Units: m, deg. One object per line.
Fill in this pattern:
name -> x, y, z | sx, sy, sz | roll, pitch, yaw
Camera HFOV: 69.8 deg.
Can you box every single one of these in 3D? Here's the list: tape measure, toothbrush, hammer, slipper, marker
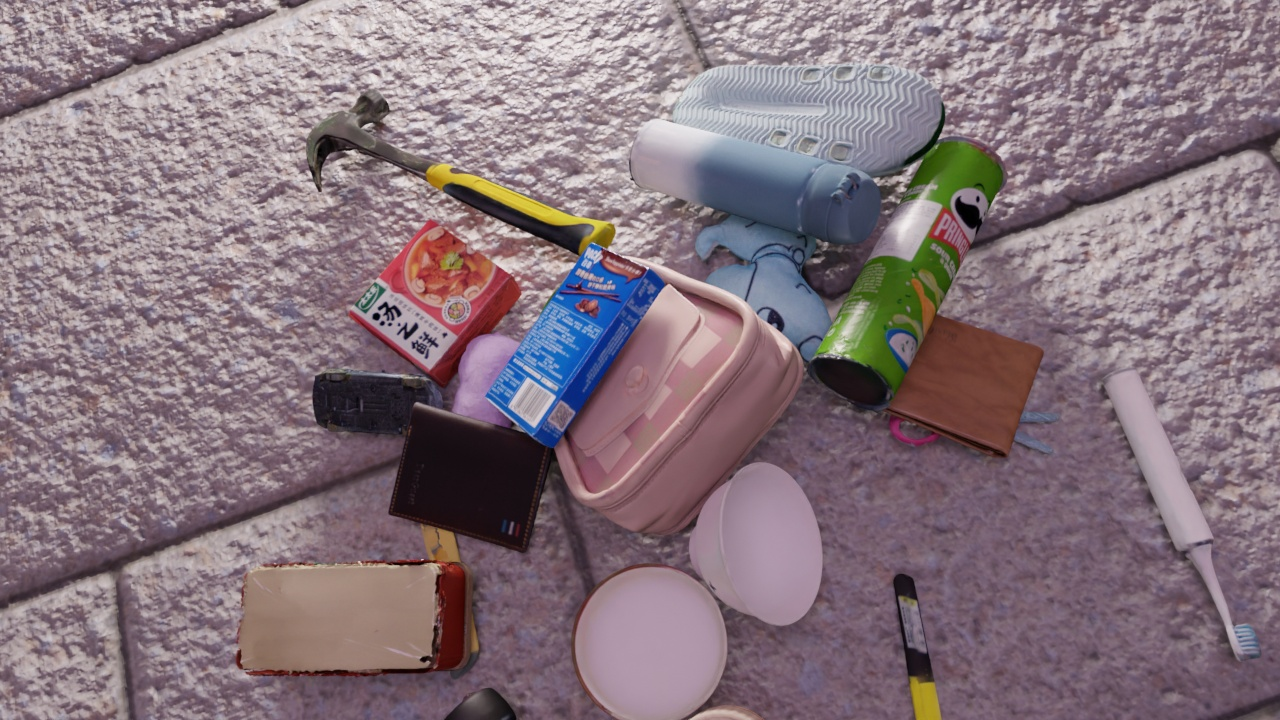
tape measure -> -0.124, 0.274, 0.687 | 0.058, 0.057, 0.039 | -46, 69, 0
toothbrush -> 0.399, 0.110, 0.680 | 0.026, 0.026, 0.220 | -26, 65, 29
hammer -> -0.171, -0.160, 0.832 | 0.323, 0.032, 0.125 | 26, 55, 20
slipper -> 0.142, -0.205, 0.814 | 0.246, 0.074, 0.104 | 16, 73, 30
marker -> 0.205, 0.220, 0.679 | 0.018, 0.015, 0.124 | -7, 66, 5

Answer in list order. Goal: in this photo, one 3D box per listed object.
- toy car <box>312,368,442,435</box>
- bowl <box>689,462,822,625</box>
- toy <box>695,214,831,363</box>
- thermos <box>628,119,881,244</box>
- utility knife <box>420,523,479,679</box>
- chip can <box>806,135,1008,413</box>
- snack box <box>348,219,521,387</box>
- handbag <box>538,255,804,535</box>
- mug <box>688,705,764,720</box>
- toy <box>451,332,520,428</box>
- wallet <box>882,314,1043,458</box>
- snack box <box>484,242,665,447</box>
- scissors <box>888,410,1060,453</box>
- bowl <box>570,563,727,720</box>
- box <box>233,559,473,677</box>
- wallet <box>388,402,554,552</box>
toy car -> -0.228, 0.036, 0.794 | 0.121, 0.036, 0.054 | 3, 98, 15
bowl -> 0.077, 0.141, 0.692 | 0.065, 0.118, 0.118 | -21, 62, 43
toy -> 0.101, -0.059, 0.777 | 0.161, 0.050, 0.156 | 29, 78, 28
thermos -> 0.092, -0.149, 0.771 | 0.221, 0.070, 0.070 | 24, 75, 33
utility knife -> -0.162, 0.172, 0.755 | 0.031, 0.019, 0.173 | -17, 64, -4
chip can -> 0.215, -0.073, 0.733 | 0.072, 0.072, 0.235 | 26, 68, 17
snack box -> -0.192, -0.058, 0.824 | 0.127, 0.044, 0.113 | 34, 78, 19
handbag -> -0.004, 0.004, 0.743 | 0.193, 0.093, 0.234 | -49, 50, 5
mug -> 0.073, 0.286, 0.625 | 0.114, 0.106, 0.081 | 19, 74, 15
toy -> -0.128, 0.028, 0.785 | 0.084, 0.039, 0.108 | 7, 77, 13
wallet -> 0.249, 0.014, 0.729 | 0.115, 0.020, 0.101 | 21, 65, 16
snack box -> -0.054, -0.015, 0.730 | 0.084, 0.026, 0.157 | 31, 85, 48
scissors -> 0.268, 0.035, 0.736 | 0.137, 0.017, 0.096 | 0, 63, 6
bowl -> 0.010, 0.212, 0.685 | 0.113, 0.062, 0.113 | -3, 71, 8
box -> -0.223, 0.196, 0.709 | 0.168, 0.079, 0.091 | -4, 74, 12
wallet -> -0.139, 0.096, 0.754 | 0.122, 0.020, 0.096 | 15, 90, 5
